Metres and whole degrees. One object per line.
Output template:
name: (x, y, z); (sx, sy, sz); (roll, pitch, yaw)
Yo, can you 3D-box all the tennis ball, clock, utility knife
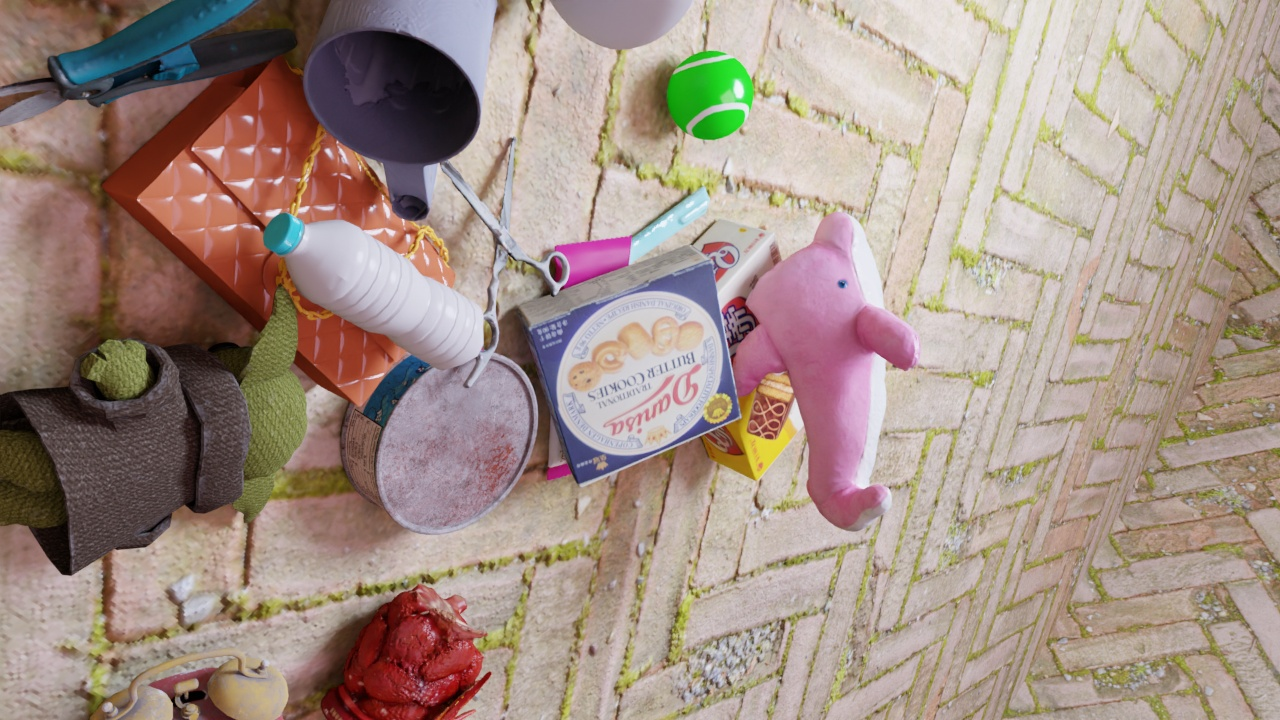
tennis ball: (0.053, -0.200, 0.694); (0.065, 0.065, 0.065); (-24, 125, -40)
clock: (-0.262, 0.225, 0.531); (0.116, 0.081, 0.159); (-8, 124, -35)
utility knife: (-0.002, -0.090, 0.727); (0.165, 0.015, 0.022); (-38, 128, -27)

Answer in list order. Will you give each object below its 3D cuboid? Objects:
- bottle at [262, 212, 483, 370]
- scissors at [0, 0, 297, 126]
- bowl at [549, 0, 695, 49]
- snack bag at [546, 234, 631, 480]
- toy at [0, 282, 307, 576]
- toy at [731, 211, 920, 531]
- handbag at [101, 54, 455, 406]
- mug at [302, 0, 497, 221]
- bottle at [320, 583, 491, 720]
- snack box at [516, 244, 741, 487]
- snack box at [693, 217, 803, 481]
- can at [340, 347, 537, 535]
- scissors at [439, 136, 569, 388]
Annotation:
bottle: (-0.137, -0.036, 0.482); (0.136, 0.044, 0.044); (36, 80, -53)
scissors: (-0.212, -0.134, 0.399); (0.154, 0.125, 0.019); (-31, 101, -44)
bowl: (-0.021, -0.255, 0.516); (0.043, 0.150, 0.150); (-14, 118, -44)
snack bag: (-0.041, 0.001, 0.719); (0.070, 0.016, 0.197); (-12, 118, -34)
toy: (-0.245, 0.040, 0.462); (0.152, 0.078, 0.180); (-24, 149, -45)
toy: (0.142, 0.010, 0.763); (0.127, 0.187, 0.265); (-3, 89, -9)
handbag: (-0.179, -0.068, 0.505); (0.108, 0.060, 0.172); (-55, 140, -20)
mug: (-0.119, -0.154, 0.484); (0.124, 0.084, 0.103); (97, -5, -56)
bottle: (-0.155, 0.219, 0.643); (0.111, 0.099, 0.099); (-53, 139, -10)
snack box: (-0.004, 0.004, 0.695); (0.144, 0.042, 0.145); (-22, 119, -13)
snack box: (0.090, -0.004, 0.837); (0.109, 0.062, 0.230); (-46, 137, -23)
can: (-0.133, 0.050, 0.622); (0.129, 0.044, 0.130); (-24, 125, -40)
scissors: (-0.091, -0.064, 0.602); (0.141, 0.014, 0.175); (27, 68, -56)
